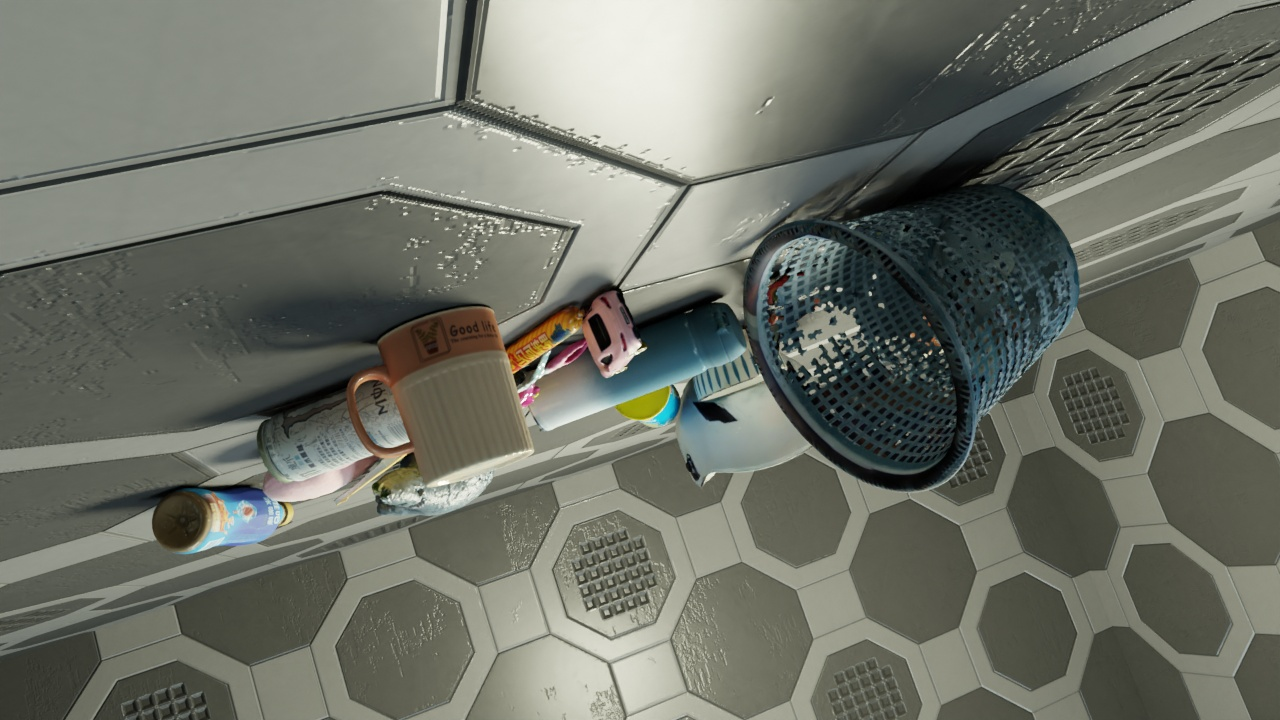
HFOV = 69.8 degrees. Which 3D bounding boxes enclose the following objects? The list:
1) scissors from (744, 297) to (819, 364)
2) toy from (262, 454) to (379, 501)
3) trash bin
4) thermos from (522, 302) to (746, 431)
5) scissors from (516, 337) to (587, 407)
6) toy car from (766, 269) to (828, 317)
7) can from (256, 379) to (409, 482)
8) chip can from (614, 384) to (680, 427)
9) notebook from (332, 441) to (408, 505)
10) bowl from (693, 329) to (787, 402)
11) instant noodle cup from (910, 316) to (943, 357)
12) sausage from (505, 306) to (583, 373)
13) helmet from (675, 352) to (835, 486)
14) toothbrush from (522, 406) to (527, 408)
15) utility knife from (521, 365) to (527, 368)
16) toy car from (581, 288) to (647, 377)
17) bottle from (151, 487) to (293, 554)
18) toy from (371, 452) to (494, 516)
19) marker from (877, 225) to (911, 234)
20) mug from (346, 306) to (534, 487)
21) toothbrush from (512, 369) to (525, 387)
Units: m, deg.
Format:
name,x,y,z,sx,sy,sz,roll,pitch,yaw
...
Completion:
name,x,y,z,sx,sy,sz,roll,pitch,yaw
scissors,0.142,-0.037,0.902,0.193,0.015,0.207,-31,-171,-20
toy,-0.290,0.093,0.878,0.160,0.054,0.121,-25,178,41
trash bin,0.227,-0.039,0.733,0.194,0.226,0.227,-29,177,-26
thermos,-0.005,0.005,0.903,0.221,0.070,0.070,-20,171,10
scissors,-0.089,0.013,0.828,0.135,0.017,0.134,-38,172,-26
toy car,0.151,-0.070,0.878,0.106,0.031,0.049,-21,174,-21
can,-0.224,0.049,0.730,0.147,0.058,0.058,-20,171,7
chip can,0.011,0.047,1.170,0.071,0.071,0.210,-20,171,4
notebook,-0.225,0.081,0.912,0.145,0.010,0.207,-41,-174,-33
bowl,0.116,0.002,1.137,0.116,0.066,0.116,-19,172,-3
instant noodle cup,0.320,-0.074,0.924,0.151,0.111,0.151,-20,175,-2
sausage,-0.093,-0.010,0.764,0.021,0.021,0.166,-12,168,-40
helmet,0.149,0.062,1.283,0.229,0.146,0.258,-24,-177,-3
toothbrush,-0.133,0.048,1.073,0.185,0.012,0.017,-16,160,-15
utility knife,-0.173,0.019,0.817,0.162,0.018,0.031,-18,177,-36
toy car,-0.028,-0.018,0.741,0.037,0.056,0.122,-20,172,-16
bottle,-0.443,0.170,1.005,0.065,0.065,0.218,-19,172,2
toy,-0.239,0.130,1.076,0.138,0.091,0.356,-13,180,-8
marker,0.230,-0.116,0.829,0.123,0.015,0.018,-17,171,-33
mug,-0.140,0.030,0.632,0.114,0.106,0.082,-16,171,-22
toothbrush,-0.141,0.039,0.930,0.027,0.026,0.213,-50,-175,-21
